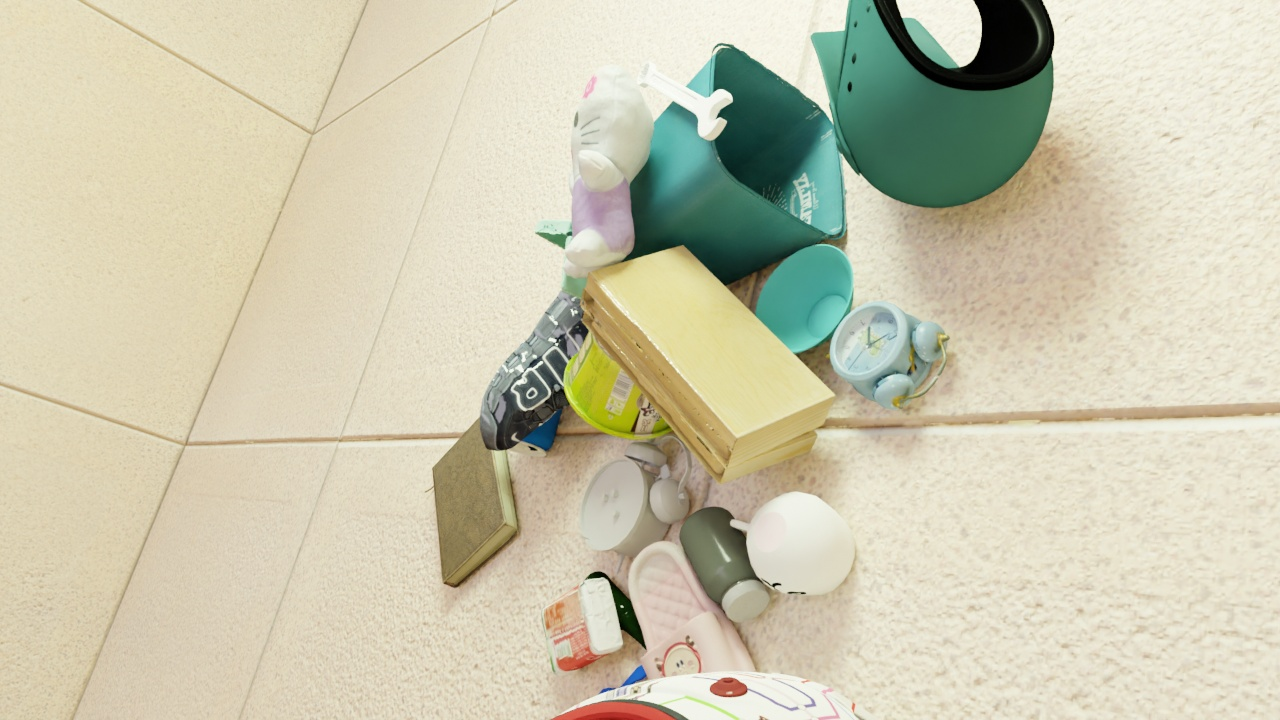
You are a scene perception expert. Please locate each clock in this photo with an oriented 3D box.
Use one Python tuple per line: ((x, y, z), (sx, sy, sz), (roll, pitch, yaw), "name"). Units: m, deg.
((0.229, -0.005, 0.841), (0.089, 0.051, 0.124), (-57, 36, 4), "clock")
((-0.004, 0.149, 1.014), (0.159, 0.061, 0.120), (-51, 38, 16), "clock")

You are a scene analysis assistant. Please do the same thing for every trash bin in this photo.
((0.081, -0.191, 1.035), (0.219, 0.199, 0.196), (-31, 45, 44), "trash bin")

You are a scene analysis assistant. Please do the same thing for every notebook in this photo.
((-0.249, 0.203, 1.297), (0.191, 0.034, 0.215), (-44, 40, 24), "notebook")

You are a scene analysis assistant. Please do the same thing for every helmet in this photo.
((0.049, 0.353, 0.670), (0.315, 0.236, 0.230), (-26, 52, 28), "helmet")
((0.259, -0.265, 0.851), (0.176, 0.200, 0.274), (-11, 63, -6), "helmet")

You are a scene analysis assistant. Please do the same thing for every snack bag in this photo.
((-0.065, 0.286, 0.984), (0.116, 0.036, 0.077), (-45, 53, 48), "snack bag")

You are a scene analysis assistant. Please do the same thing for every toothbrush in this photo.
((0.016, 0.306, 0.930), (0.187, 0.011, 0.016), (-43, 40, 24), "toothbrush")

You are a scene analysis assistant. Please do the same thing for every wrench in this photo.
((0.040, -0.280, 0.963), (0.047, 0.009, 0.273), (-62, 26, 16), "wrench")

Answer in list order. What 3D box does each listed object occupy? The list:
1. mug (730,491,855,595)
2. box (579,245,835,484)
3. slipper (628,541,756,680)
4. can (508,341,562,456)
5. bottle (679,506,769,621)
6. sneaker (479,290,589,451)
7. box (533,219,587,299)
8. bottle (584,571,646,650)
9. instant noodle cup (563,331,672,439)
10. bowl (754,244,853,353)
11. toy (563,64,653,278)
((0.129, 0.162, 0.832), (0.124, 0.076, 0.090), (7, 73, 52), "mug")
((0.058, 0.001, 0.913), (0.249, 0.127, 0.092), (48, 147, 33), "box")
((0.039, 0.272, 0.879), (0.107, 0.055, 0.221), (-45, 45, 20), "slipper")
((-0.141, 0.049, 1.227), (0.079, 0.079, 0.146), (-7, 62, 48), "can")
((0.081, 0.195, 0.883), (0.060, 0.060, 0.108), (-50, 38, 16), "bottle")
((-0.079, 0.028, 1.127), (0.151, 0.097, 0.252), (25, 67, 22), "sneaker")
((-0.041, -0.096, 1.102), (0.079, 0.187, 0.112), (-16, 64, 40), "box")
((-0.021, 0.269, 0.981), (0.123, 0.033, 0.033), (32, 93, 53), "bottle")
((-0.006, 0.006, 1.019), (0.146, 0.146, 0.098), (-106, 26, -44), "instant noodle cup")
((0.178, -0.054, 0.937), (0.121, 0.046, 0.121), (-29, 47, 37), "bowl")
((-0.036, -0.193, 0.958), (0.138, 0.085, 0.209), (138, 140, -84), "toy")
